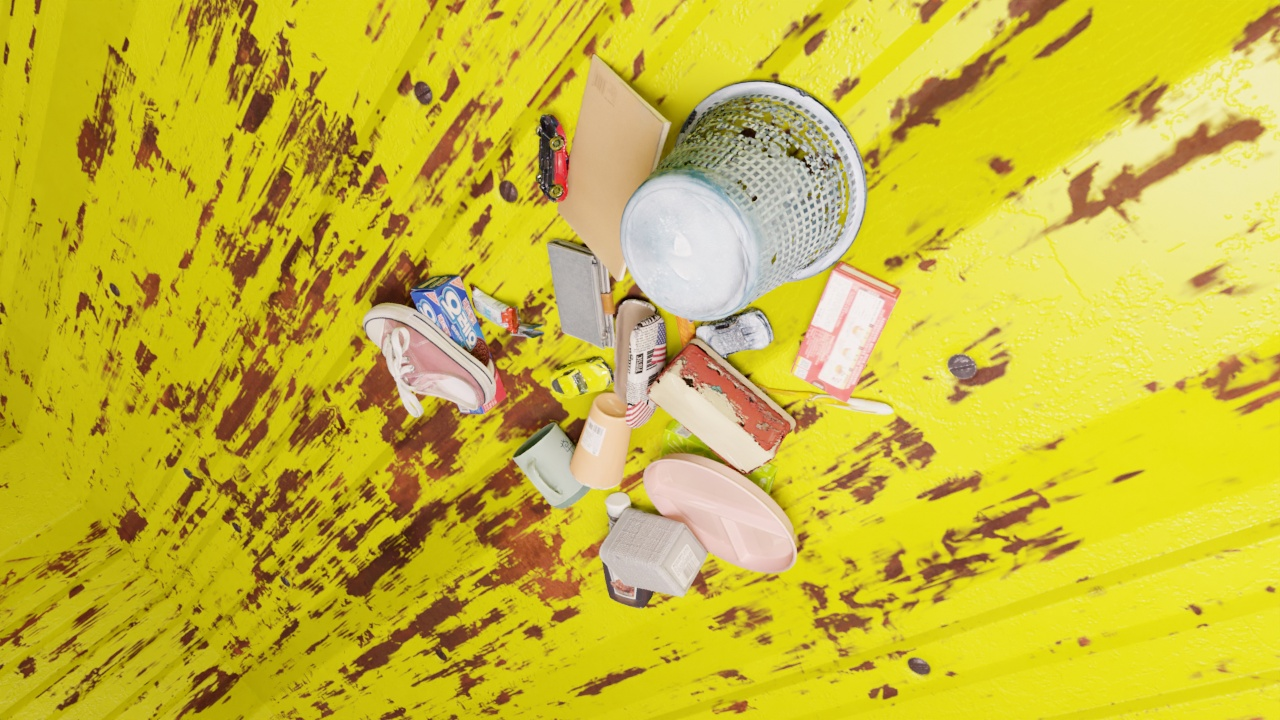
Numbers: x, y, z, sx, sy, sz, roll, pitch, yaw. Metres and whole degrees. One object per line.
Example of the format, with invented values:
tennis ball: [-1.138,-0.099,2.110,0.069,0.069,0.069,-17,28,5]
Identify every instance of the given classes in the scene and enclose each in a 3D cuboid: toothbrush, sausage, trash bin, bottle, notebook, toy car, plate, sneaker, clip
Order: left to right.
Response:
sneaker: [-0.318,0.002,1.299,0.241,0.087,0.118,32,136,20]
clip: [-0.162,-0.042,1.286,0.058,0.025,0.036,9,117,36]
toy car: [-0.104,-0.244,1.103,0.049,0.031,0.106,46,144,43]
toy car: [-0.084,0.027,1.272,0.105,0.032,0.048,-15,109,38]
notebook: [-0.038,-0.218,1.054,0.149,0.012,0.212,51,140,32]
bottle: [-0.024,0.288,1.394,0.080,0.043,0.195,11,123,28]
sausage: [0.050,-0.072,1.121,0.021,0.021,0.165,5,121,32]
plate: [0.107,0.200,1.215,0.229,0.028,0.230,28,150,17]
trash bin: [0.089,-0.145,0.928,0.227,0.194,0.227,18,128,24]
toy car: [0.109,-0.029,1.102,0.106,0.031,0.049,-15,109,41]
toothbrush: [0.206,0.047,1.092,0.192,0.018,0.016,9,125,32]

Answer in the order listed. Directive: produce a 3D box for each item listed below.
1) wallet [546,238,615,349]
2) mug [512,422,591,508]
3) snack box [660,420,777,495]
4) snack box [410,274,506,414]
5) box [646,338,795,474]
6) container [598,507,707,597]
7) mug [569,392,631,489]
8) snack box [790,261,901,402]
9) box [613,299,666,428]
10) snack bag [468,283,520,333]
wallet: [-0.071,-0.086,1.181,0.107,0.036,0.130,23,130,42]
mug: [-0.127,0.162,1.335,0.082,0.111,0.106,-33,100,20]
snack box: [0.100,0.147,1.227,0.156,0.026,0.086,24,131,19]
snack box: [-0.266,-0.022,1.347,0.057,0.058,0.207,0,119,38]
box: [0.094,0.063,1.120,0.168,0.078,0.092,39,147,-2]
container: [0.022,0.272,1.296,0.114,0.090,0.090,2,138,46]
mug: [-0.050,0.109,1.276,0.078,0.078,0.123,27,126,17]
snack box: [0.226,-0.030,1.024,0.075,0.025,0.153,28,131,16]
box: [-0.006,0.008,1.169,0.076,0.086,0.163,13,123,11]
snack bag: [-0.208,-0.072,1.290,0.105,0.026,0.045,29,141,35]
